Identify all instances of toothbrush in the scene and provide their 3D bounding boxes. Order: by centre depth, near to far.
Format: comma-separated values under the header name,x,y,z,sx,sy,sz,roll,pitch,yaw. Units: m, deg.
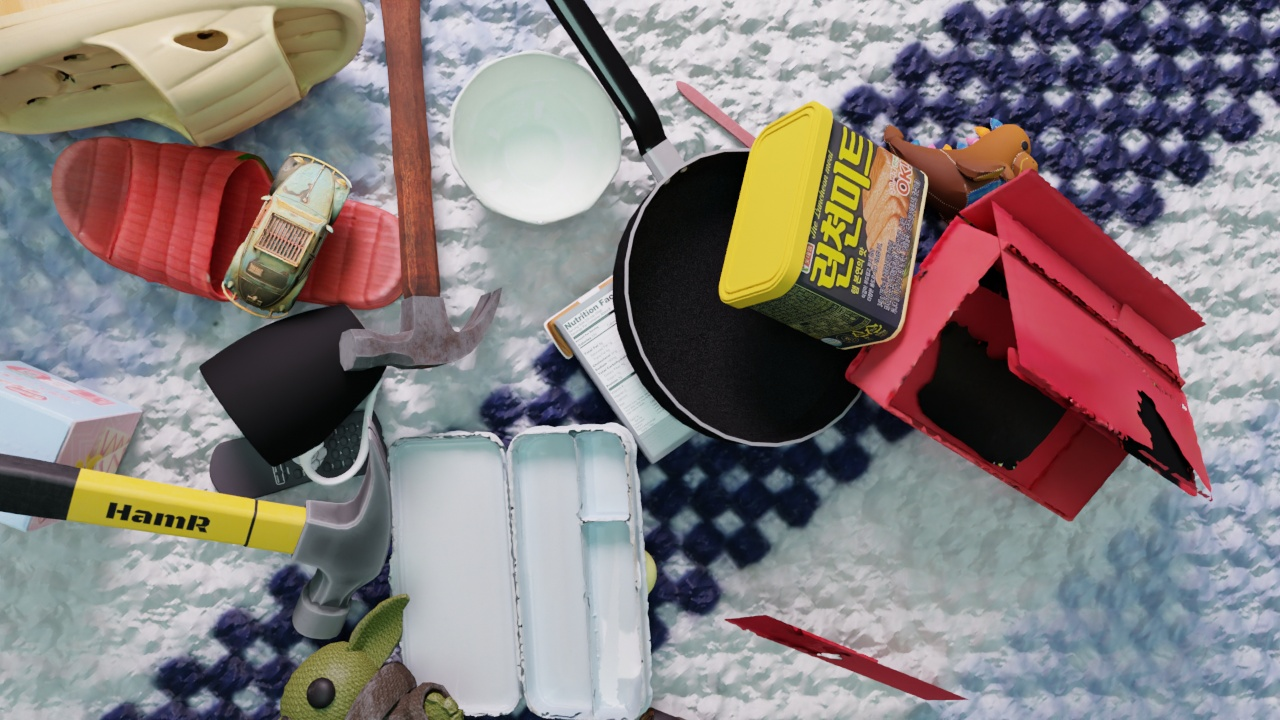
name,x,y,z,sx,sy,sz,roll,pitch,yaw
toothbrush,0.098,-0.148,0.680,0.184,0.016,0.015,39,81,-2

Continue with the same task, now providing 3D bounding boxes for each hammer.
name,x,y,z,sx,sy,sz,roll,pitch,yaw
hammer,-0.309,0.083,0.557,0.324,0.034,0.170,16,114,-27
hammer,-0.158,-0.143,0.636,0.110,0.028,0.300,-1,82,-40

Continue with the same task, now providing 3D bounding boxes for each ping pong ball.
name,x,y,z,sx,sy,sz,roll,pitch,yaw
ping pong ball,-0.008,0.154,0.662,0.040,0.040,0.040,0,91,-5

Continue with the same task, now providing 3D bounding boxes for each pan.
name,x,y,z,sx,sy,sz,roll,pitch,yaw
pan,0.032,-0.103,0.620,0.203,0.044,0.355,-39,100,-25

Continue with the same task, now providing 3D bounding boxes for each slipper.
name,x,y,z,sx,sy,sz,roll,pitch,yaw
slipper,-0.302,-0.175,0.591,0.261,0.111,0.079,-13,81,-9
slipper,-0.283,-0.092,0.630,0.248,0.059,0.103,14,89,-6

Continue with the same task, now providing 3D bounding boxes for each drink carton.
name,x,y,z,sx,sy,sz,roll,pitch,yaw
drink carton,-0.004,0.004,0.656,0.076,0.048,0.125,-35,93,-3

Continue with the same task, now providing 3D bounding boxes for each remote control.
name,x,y,z,sx,sy,sz,roll,pitch,yaw
remote control,-0.246,0.069,0.658,0.124,0.009,0.046,-13,92,-4

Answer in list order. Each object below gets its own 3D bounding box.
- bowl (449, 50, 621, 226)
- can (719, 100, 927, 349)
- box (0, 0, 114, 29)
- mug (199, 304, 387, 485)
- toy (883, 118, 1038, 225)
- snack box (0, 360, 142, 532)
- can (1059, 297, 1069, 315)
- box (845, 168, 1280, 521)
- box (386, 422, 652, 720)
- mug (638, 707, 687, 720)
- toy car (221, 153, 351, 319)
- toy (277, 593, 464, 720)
name,x,y,z,sx,sy,sz,roll,pitch,yaw
bowl,-0.075,-0.149,0.641,0.117,0.061,0.117,0,90,-11
can,0.122,-0.083,0.599,0.101,0.073,0.130,22,73,-26
box,-0.448,-0.324,0.517,0.269,0.264,0.279,-15,93,-2
mug,-0.220,0.024,0.627,0.100,0.085,0.119,-36,104,-17
toy,0.237,-0.155,0.682,0.090,0.071,0.103,-37,70,-16
snack box,-0.406,0.054,0.603,0.093,0.095,0.079,23,89,-5
can,0.281,-0.065,0.683,0.038,0.038,0.079,-40,93,-3
box,0.359,-0.082,0.542,0.214,0.138,0.469,30,120,-26
box,-0.087,0.151,0.648,0.190,0.037,0.209,-5,91,15
mug,0.036,0.317,0.656,0.107,0.079,0.116,24,115,-3
toy car,-0.228,-0.081,0.594,0.047,0.047,0.112,27,82,-23
toy,-0.179,0.261,0.622,0.153,0.078,0.179,43,105,8
